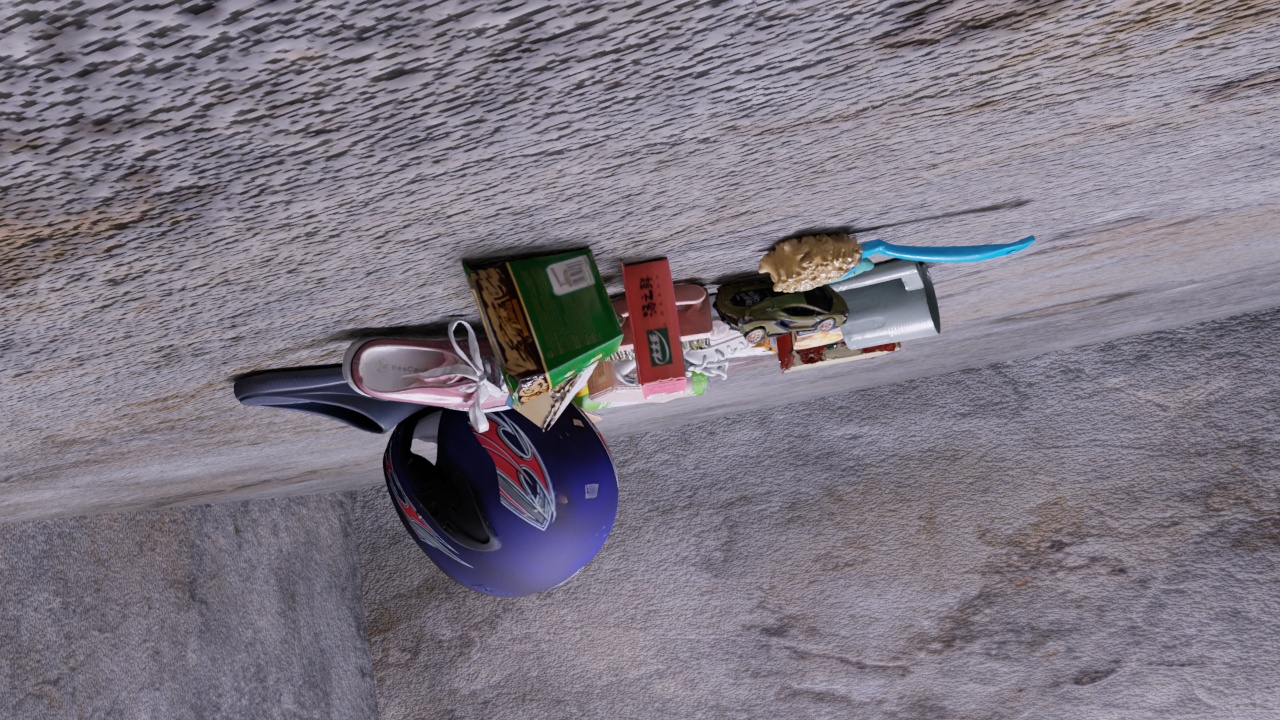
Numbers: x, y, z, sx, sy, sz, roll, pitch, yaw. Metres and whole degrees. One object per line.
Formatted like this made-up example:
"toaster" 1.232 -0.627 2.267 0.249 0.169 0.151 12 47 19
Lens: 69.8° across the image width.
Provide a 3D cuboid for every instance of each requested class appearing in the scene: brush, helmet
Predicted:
"brush" 0.001 -0.041 0.959 0.146 0.063 0.073 -9 143 8
"helmet" -0.170 0.138 1.176 0.246 0.315 0.241 -21 153 -55
"brush" 0.238 -0.097 0.850 0.254 0.045 0.083 -4 166 -2

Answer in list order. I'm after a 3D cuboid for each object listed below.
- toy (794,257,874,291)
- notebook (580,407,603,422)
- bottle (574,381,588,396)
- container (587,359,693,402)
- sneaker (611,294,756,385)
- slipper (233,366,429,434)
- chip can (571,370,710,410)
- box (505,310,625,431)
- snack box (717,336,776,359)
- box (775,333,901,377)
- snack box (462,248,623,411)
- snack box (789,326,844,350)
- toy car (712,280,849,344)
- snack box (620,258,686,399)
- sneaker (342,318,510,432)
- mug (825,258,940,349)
"toy" 0.175 -0.090 0.920 0.092 0.030 0.096 -19 162 39
"notebook" -0.177 0.060 1.307 0.207 0.008 0.148 23 156 -26
"bottle" -0.050 0.013 1.228 0.108 0.063 0.063 -7 171 -19
"container" -0.007 0.007 1.168 0.110 0.090 0.090 -2 169 -29
"sneaker" 0.081 -0.024 1.045 0.242 0.090 0.089 -9 173 -10
"slipper" -0.337 0.051 1.090 0.267 0.083 0.111 -3 171 -33
"chip can" -0.014 0.033 1.388 0.235 0.072 0.072 -6 171 -25
"box" -0.079 0.004 0.916 0.089 0.059 0.185 -52 -179 -32
"snack box" 0.102 -0.019 1.245 0.154 0.026 0.075 -4 172 20
"box" 0.291 -0.021 1.352 0.168 0.080 0.091 -10 173 -6
"snack box" -0.076 -0.034 0.764 0.105 0.118 0.117 -21 174 -7
"snack box" 0.254 -0.054 1.210 0.113 0.053 0.126 -10 167 4
"toy car" 0.152 -0.060 0.978 0.158 0.070 0.042 -7 137 -23
"snack box" 0.014 -0.028 0.848 0.044 0.113 0.127 -9 172 1
"sneaker" -0.183 0.014 0.957 0.240 0.118 0.088 5 -174 -42
"mug" 0.279 -0.070 1.054 0.104 0.083 0.124 -13 145 26
